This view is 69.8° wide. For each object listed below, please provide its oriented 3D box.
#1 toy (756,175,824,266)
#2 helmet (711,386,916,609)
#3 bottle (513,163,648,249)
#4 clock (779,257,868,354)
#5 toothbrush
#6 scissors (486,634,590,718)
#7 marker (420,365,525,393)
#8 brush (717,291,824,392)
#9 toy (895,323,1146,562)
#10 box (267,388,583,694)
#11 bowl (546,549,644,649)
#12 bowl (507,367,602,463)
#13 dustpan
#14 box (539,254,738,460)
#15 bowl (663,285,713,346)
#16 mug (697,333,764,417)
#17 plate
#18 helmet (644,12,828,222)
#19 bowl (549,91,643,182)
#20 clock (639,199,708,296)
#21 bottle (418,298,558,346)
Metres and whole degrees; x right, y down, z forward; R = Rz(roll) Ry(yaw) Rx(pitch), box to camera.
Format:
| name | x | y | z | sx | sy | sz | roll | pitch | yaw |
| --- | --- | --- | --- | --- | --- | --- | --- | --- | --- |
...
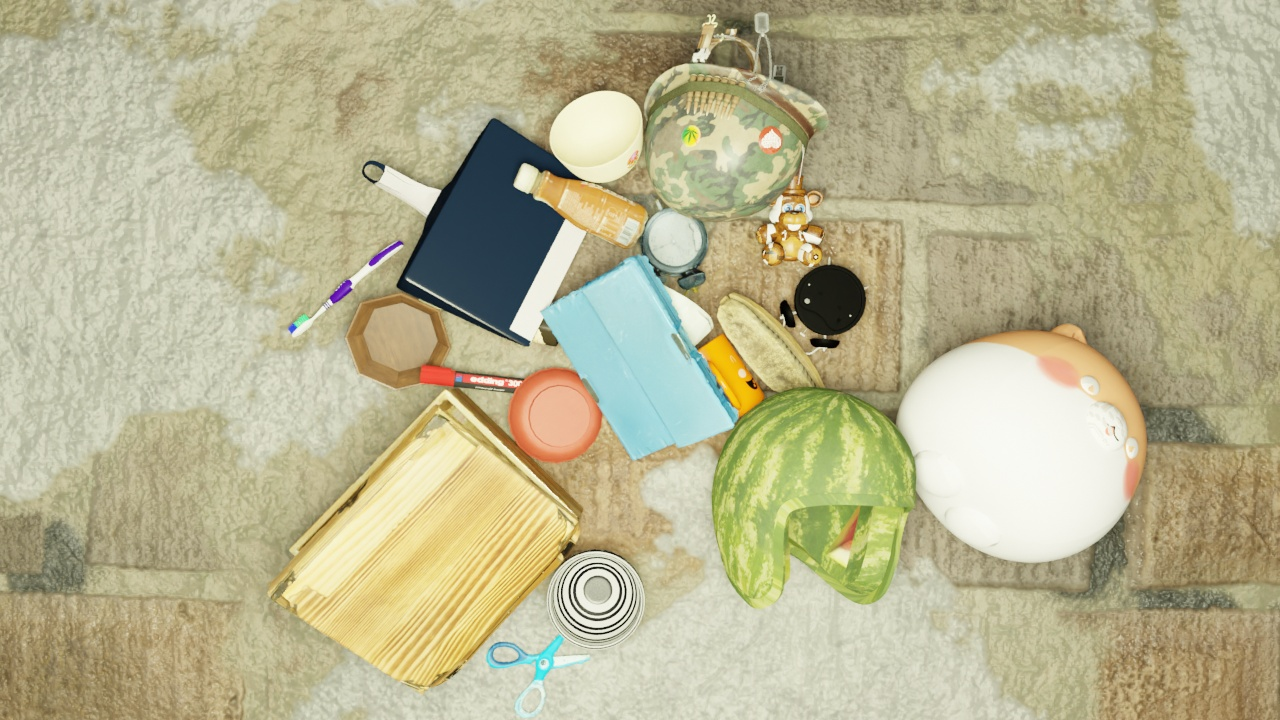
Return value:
| name | x | y | z | sx | sy | sz | roll | pitch | yaw |
| --- | --- | --- | --- | --- | --- | --- | --- | --- | --- |
| toy | 0.191 | -0.177 | 1.163 | 0.087 | 0.067 | 0.113 | 1 | 101 | 0 |
| helmet | 0.198 | 0.149 | 1.069 | 0.213 | 0.243 | 0.248 | 7 | 115 | -28 |
| bottle | -0.075 | -0.196 | 1.139 | 0.167 | 0.059 | 0.059 | 23 | 89 | -15 |
| clock | 0.230 | -0.066 | 1.170 | 0.091 | 0.042 | 0.120 | 36 | 89 | 1 |
| toothbrush | -0.381 | -0.094 | 1.186 | 0.186 | 0.015 | 0.016 | -41 | 84 | -1 |
| scissors | -0.137 | 0.385 | 1.179 | 0.127 | 0.012 | 0.137 | 37 | 92 | 2 |
| marker | -0.205 | 0.026 | 1.167 | 0.145 | 0.021 | 0.023 | 7 | 111 | -11 |
| brush | 0.168 | -0.005 | 1.158 | 0.059 | 0.043 | 0.195 | -39 | 93 | 32 |
| toy | 0.447 | 0.089 | 1.061 | 0.280 | 0.266 | 0.263 | -35 | 91 | -17 |
| box | -0.236 | 0.220 | 1.084 | 0.258 | 0.221 | 0.279 | 44 | 87 | -1 |
| bowl | -0.055 | 0.294 | 1.152 | 0.120 | 0.066 | 0.120 | 0 | 89 | 0 |
| bowl | -0.104 | 0.070 | 1.158 | 0.122 | 0.035 | 0.122 | 0 | 89 | -14 |
| dustpan | -0.218 | -0.179 | 1.151 | 0.273 | 0.080 | 0.236 | 30 | 75 | -19 |
| box | -0.007 | 0.006 | 1.103 | 0.175 | 0.033 | 0.231 | -26 | 100 | 37 |
| bowl | 0.025 | -0.046 | 1.130 | 0.117 | 0.117 | 0.061 | 29 | 79 | 1 |
| mug | 0.097 | 0.027 | 1.134 | 0.077 | 0.112 | 0.096 | -34 | 89 | 2 |
| plate | -0.305 | -0.027 | 1.162 | 0.131 | 0.025 | 0.131 | -2 | 111 | -5 |
| helmet | 0.112 | -0.284 | 1.093 | 0.225 | 0.192 | 0.236 | -10 | 69 | 28 |
| bowl | -0.046 | -0.267 | 1.153 | 0.118 | 0.074 | 0.117 | -7 | 63 | 13 |
| clock | 0.042 | -0.137 | 1.170 | 0.090 | 0.052 | 0.129 | 7 | 93 | 0 |
| bottle | -0.192 | -0.059 | 1.170 | 0.184 | 0.045 | 0.045 | 13 | 89 | 0 |
